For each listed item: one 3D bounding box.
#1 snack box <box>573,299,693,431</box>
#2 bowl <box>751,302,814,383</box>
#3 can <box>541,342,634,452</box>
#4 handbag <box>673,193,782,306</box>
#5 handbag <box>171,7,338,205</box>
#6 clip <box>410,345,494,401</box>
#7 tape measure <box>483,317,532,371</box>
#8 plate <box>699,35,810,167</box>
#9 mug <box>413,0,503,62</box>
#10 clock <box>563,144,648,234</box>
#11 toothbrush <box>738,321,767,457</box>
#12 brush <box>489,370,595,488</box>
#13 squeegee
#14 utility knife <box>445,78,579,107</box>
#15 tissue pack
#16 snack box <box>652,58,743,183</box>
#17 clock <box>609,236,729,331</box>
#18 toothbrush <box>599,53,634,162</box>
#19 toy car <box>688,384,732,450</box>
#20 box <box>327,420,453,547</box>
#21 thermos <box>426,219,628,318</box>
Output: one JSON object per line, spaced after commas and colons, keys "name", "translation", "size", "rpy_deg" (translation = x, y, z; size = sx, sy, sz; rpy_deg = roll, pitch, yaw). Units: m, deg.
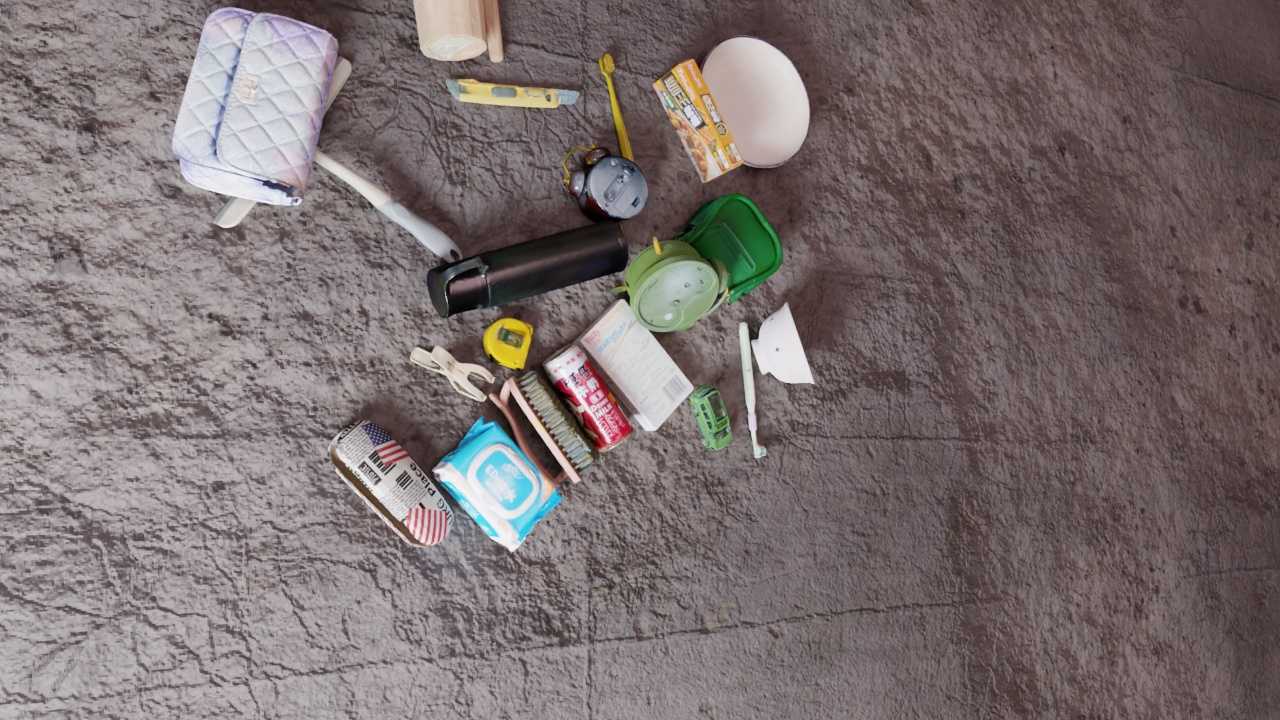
{"name": "snack box", "translation": [-0.007, 0.007, 1.185], "size": [0.084, 0.027, 0.157], "rpy_deg": [-46, 105, -25]}
{"name": "bowl", "translation": [0.191, -0.015, 1.265], "size": [0.065, 0.118, 0.118], "rpy_deg": [-18, 93, 10]}
{"name": "can", "translation": [-0.065, 0.046, 1.134], "size": [0.053, 0.053, 0.133], "rpy_deg": [-39, 102, -26]}
{"name": "handbag", "translation": [0.121, -0.153, 1.250], "size": [0.120, 0.068, 0.131], "rpy_deg": [-46, 105, -24]}
{"name": "handbag", "translation": [-0.405, -0.268, 0.969], "size": [0.134, 0.076, 0.193], "rpy_deg": [11, 76, -17]}
{"name": "clip", "translation": [-0.213, 0.012, 1.066], "size": [0.097, 0.060, 0.034], "rpy_deg": [36, 68, -32]}
{"name": "tape measure", "translation": [-0.159, -0.023, 1.107], "size": [0.057, 0.029, 0.060], "rpy_deg": [20, 75, -24]}
{"name": "plate", "translation": [0.156, -0.365, 1.311], "size": [0.192, 0.039, 0.192], "rpy_deg": [4, 82, -28]}
{"name": "mug", "translation": [-0.216, -0.421, 1.105], "size": [0.124, 0.084, 0.103], "rpy_deg": [-4, 87, -55]}
{"name": "clock", "translation": [-0.046, -0.225, 1.177], "size": [0.122, 0.055, 0.081], "rpy_deg": [41, 68, -17]}
{"name": "toothbrush", "translation": [0.154, 0.040, 1.273], "size": [0.020, 0.029, 0.189], "rpy_deg": [-8, 85, 12]}
{"name": "brush", "translation": [-0.117, 0.082, 1.101], "size": [0.073, 0.063, 0.145], "rpy_deg": [-35, 100, 4]}
{"name": "squeegee", "translation": [-0.301, -0.184, 1.045], "size": [0.246, 0.039, 0.246], "rpy_deg": [36, 69, -20]}
{"name": "utility knife", "translation": [-0.158, -0.336, 1.157], "size": [0.177, 0.019, 0.031], "rpy_deg": [-5, 92, -33]}
{"name": "tissue pack", "translation": [-0.165, 0.142, 1.063], "size": [0.089, 0.063, 0.140], "rpy_deg": [-46, 105, -25]}
{"name": "snack box", "translation": [0.078, -0.322, 1.243], "size": [0.026, 0.075, 0.154], "rpy_deg": [-32, 99, -28]}
{"name": "clock", "translation": [0.049, -0.093, 1.176], "size": [0.161, 0.116, 0.056], "rpy_deg": [20, 33, -41]}
{"name": "toothbrush", "translation": [-0.025, -0.314, 1.220], "size": [0.015, 0.017, 0.190], "rpy_deg": [-13, 90, -28]}
{"name": "toy car", "translation": [0.097, 0.077, 1.222], "size": [0.043, 0.036, 0.091], "rpy_deg": [-32, 114, -29]}
{"name": "box", "translation": [-0.265, 0.133, 1.004], "size": [0.163, 0.077, 0.074], "rpy_deg": [51, 59, -11]}
{"name": "thermos", "translation": [-0.128, -0.113, 1.099], "size": [0.242, 0.090, 0.068], "rpy_deg": [-20, 81, -29]}
